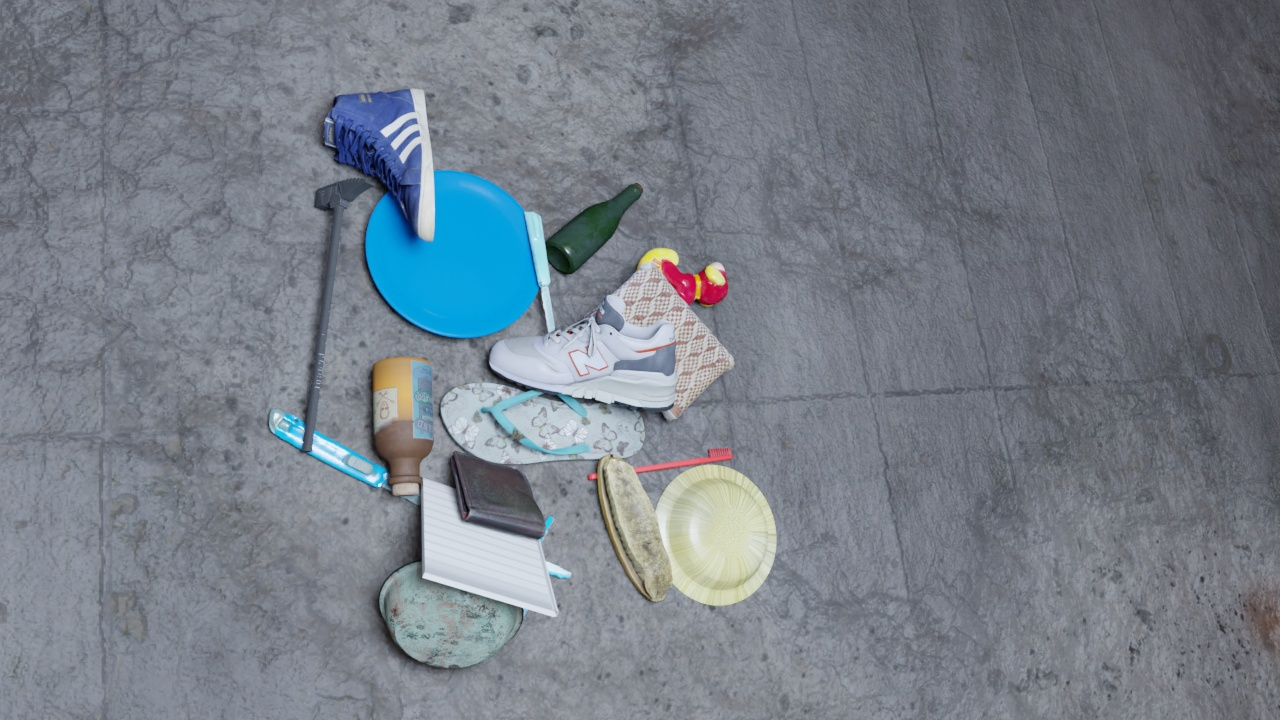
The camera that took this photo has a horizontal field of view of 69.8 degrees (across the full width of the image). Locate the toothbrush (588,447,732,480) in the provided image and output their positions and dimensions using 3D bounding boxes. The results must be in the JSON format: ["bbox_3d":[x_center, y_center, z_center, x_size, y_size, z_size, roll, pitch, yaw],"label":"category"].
[{"bbox_3d":[0.029,0.135,1.211,0.212,0.012,0.018,-5,77,-25],"label":"toothbrush"}]

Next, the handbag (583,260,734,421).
[{"bbox_3d":[0.026,-0.025,1.214,0.124,0.047,0.186,-42,98,-13],"label":"handbag"}]

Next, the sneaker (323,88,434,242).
[{"bbox_3d":[-0.316,-0.242,1.098,0.118,0.092,0.232,-1,58,-18],"label":"sneaker"}]

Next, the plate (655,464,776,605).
[{"bbox_3d":[0.108,0.226,1.206,0.184,0.036,0.184,7,73,-22],"label":"plate"}]

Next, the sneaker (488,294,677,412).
[{"bbox_3d":[-0.060,-0.022,1.131,0.239,0.088,0.124,13,113,-8],"label":"sneaker"}]

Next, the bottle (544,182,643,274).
[{"bbox_3d":[-0.055,-0.187,1.243,0.055,0.055,0.173,47,61,-5],"label":"bottle"}]

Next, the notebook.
[{"bbox_3d":[-0.169,0.198,0.998,0.142,0.209,0.009,23,102,-20],"label":"notebook"}]

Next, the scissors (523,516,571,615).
[{"bbox_3d":[-0.147,0.238,1.103,0.139,0.011,0.133,37,64,-9],"label":"scissors"}]

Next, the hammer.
[{"bbox_3d":[-0.359,-0.056,1.058,0.015,0.095,0.324,20,68,-51],"label":"hammer"}]

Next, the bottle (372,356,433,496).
[{"bbox_3d":[-0.274,0.079,1.060,0.067,0.068,0.156,1,75,-24],"label":"bottle"}]

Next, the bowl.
[{"bbox_3d":[-0.206,0.280,0.986,0.157,0.158,0.038,26,30,-15],"label":"bowl"}]

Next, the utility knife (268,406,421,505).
[{"bbox_3d":[-0.327,0.118,1.056,0.221,0.015,0.031,31,69,-16],"label":"utility knife"}]

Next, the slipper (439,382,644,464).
[{"bbox_3d":[-0.113,0.084,1.140,0.268,0.055,0.098,9,76,-23],"label":"slipper"}]

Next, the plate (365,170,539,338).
[{"bbox_3d":[-0.234,-0.133,1.163,0.224,0.024,0.224,7,72,-23],"label":"plate"}]

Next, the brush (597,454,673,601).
[{"bbox_3d":[-0.007,0.211,1.151,0.059,0.043,0.195,-19,89,-26],"label":"brush"}]

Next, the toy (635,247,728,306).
[{"bbox_3d":[0.056,-0.101,1.266,0.137,0.067,0.105,4,80,-14],"label":"toy"}]

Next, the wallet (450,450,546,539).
[{"bbox_3d":[-0.168,0.156,1.061,0.099,0.120,0.031,23,110,-31],"label":"wallet"}]

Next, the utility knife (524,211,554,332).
[{"bbox_3d":[-0.127,-0.116,1.181,0.022,0.015,0.166,-4,75,-25],"label":"utility knife"}]
